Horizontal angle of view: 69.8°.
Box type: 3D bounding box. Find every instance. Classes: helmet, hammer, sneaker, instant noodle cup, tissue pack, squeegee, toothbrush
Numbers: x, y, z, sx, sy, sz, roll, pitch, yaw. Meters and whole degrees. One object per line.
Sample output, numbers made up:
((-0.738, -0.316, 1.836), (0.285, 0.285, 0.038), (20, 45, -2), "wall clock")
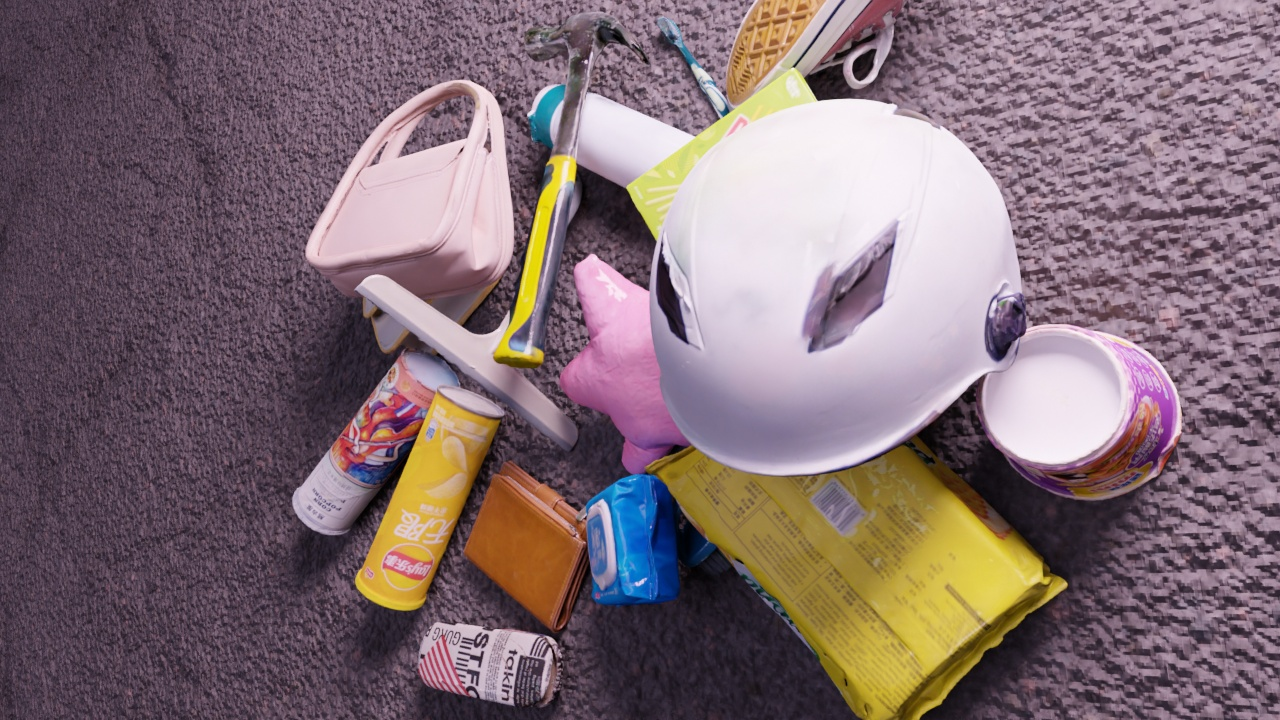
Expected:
((0.104, -0.068, 0.546), (0.229, 0.257, 0.146), (3, 128, 34), "helmet")
((-0.068, -0.150, 0.772), (0.126, 0.032, 0.322), (0, 72, 32), "hammer")
((0.158, -0.269, 0.696), (0.242, 0.087, 0.118), (-42, 45, 47), "sneaker")
((0.260, 0.027, 0.558), (0.112, 0.099, 0.111), (-9, 75, 34), "instant noodle cup")
((-0.011, 0.145, 0.721), (0.157, 0.052, 0.095), (129, 137, -69), "tissue pack")
((-0.092, -0.086, 0.819), (0.039, 0.246, 0.245), (-11, 48, 43), "squeegee")
((0.058, -0.240, 0.802), (0.016, 0.018, 0.191), (-40, 61, 23), "toothbrush")

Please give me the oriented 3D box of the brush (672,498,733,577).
((0.070, 0.097, 0.693), (0.144, 0.073, 0.055), (-52, 18, 16), "brush")

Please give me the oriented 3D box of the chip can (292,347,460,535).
((-0.275, 0.085, 0.953), (0.215, 0.071, 0.071), (-49, 58, 18), "chip can")

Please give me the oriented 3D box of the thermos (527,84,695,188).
((-0.010, -0.190, 0.814), (0.224, 0.073, 0.073), (34, 101, 35), "thermos")

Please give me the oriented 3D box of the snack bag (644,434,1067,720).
((0.136, 0.110, 0.606), (0.158, 0.068, 0.246), (-45, 73, 8), "snack bag")

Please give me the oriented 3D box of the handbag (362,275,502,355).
((-0.237, -0.109, 0.971), (0.164, 0.063, 0.178), (-46, 55, 19), "handbag")

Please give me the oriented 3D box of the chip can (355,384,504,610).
((-0.204, 0.134, 0.893), (0.072, 0.072, 0.213), (30, 98, 36), "chip can")

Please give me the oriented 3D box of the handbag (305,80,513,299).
((-0.209, -0.176, 0.889), (0.194, 0.093, 0.233), (-6, 66, 30), "handbag")

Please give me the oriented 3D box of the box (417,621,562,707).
((-0.143, 0.273, 0.828), (0.165, 0.064, 0.074), (-8, 93, 34), "box")

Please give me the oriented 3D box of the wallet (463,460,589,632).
((-0.099, 0.161, 0.832), (0.131, 0.035, 0.119), (30, 101, 36), "wallet")

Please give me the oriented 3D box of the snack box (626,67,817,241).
((0.074, -0.139, 0.695), (0.157, 0.026, 0.085), (-32, 79, 20), "snack box")

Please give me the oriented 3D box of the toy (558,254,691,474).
((-0.004, 0.004, 0.747), (0.179, 0.074, 0.195), (-7, 110, 35), "toy")
